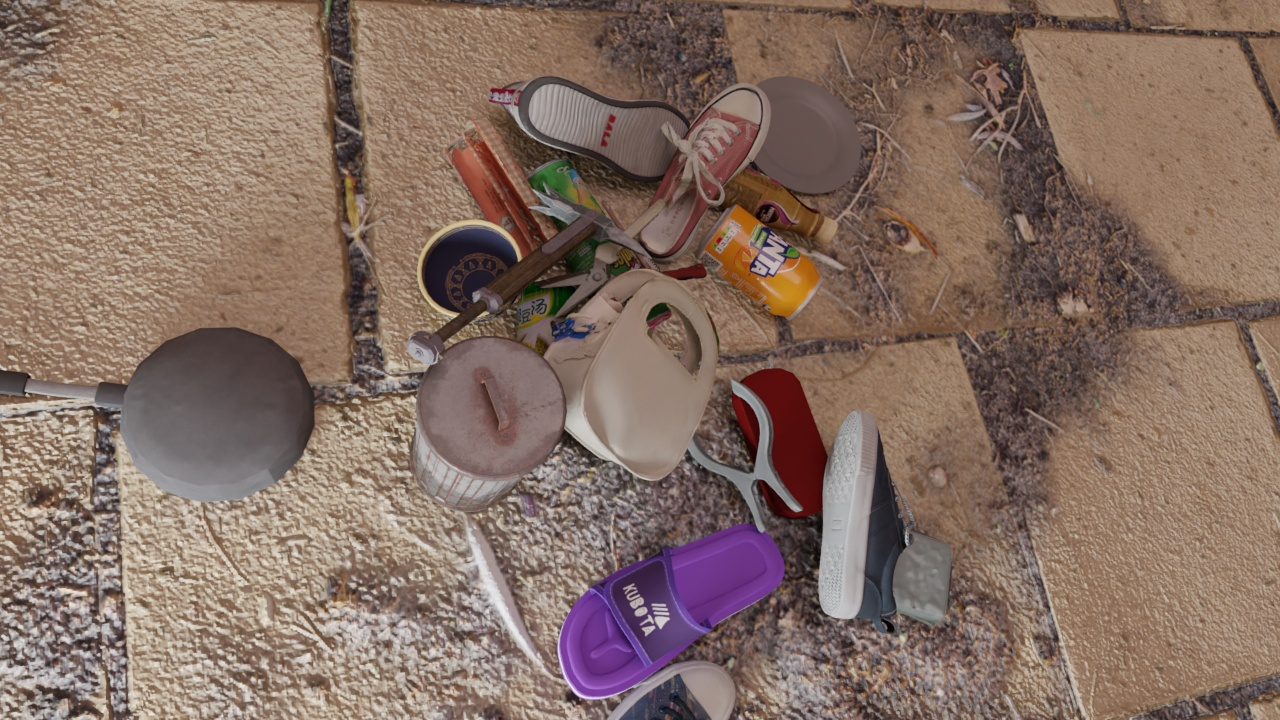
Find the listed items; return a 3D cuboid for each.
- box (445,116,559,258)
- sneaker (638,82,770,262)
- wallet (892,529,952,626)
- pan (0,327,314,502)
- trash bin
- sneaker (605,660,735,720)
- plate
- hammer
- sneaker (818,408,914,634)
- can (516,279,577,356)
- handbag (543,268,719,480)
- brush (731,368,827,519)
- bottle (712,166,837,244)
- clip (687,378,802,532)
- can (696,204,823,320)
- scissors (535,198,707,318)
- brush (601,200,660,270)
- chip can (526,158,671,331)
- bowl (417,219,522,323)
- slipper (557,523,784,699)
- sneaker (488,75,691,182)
[{"bbox_3d":[-0.157,-0.187,1.046,0.043,0.083,0.187,-24,77,-43],"label":"box"},{"bbox_3d":[0.068,-0.229,1.073,0.118,0.088,0.241,30,88,18],"label":"sneaker"},{"bbox_3d":[0.284,0.237,1.043,0.131,0.054,0.100,22,59,-6],"label":"wallet"},{"bbox_3d":[-0.497,0.033,0.874,0.357,0.041,0.178,9,69,-14],"label":"pan"},{"bbox_3d":[-0.152,0.067,0.876,0.130,0.212,0.130,6,70,-16],"label":"trash bin"},{"bbox_3d":[0.003,0.375,0.891,0.235,0.079,0.087,-33,84,-24],"label":"sneaker"},{"bbox_3d":[0.212,-0.300,1.227,0.178,0.012,0.178,5,70,-16],"label":"plate"},{"bbox_3d":[-0.112,-0.077,0.874,0.147,0.028,0.315,28,39,11],"label":"hammer"},{"bbox_3d":[0.249,0.170,0.988,0.087,0.089,0.235,11,74,-10],"label":"sneaker"},{"bbox_3d":[-0.102,-0.024,1.003,0.067,0.067,0.120,5,70,-16],"label":"can"},{"bbox_3d":[-0.006,0.006,0.967,0.199,0.093,0.200,-56,132,-17],"label":"handbag"},{"bbox_3d":[0.162,0.097,1.057,0.082,0.042,0.173,-13,76,-21],"label":"brush"},{"bbox_3d":[0.168,-0.193,1.150,0.166,0.060,0.059,23,66,-9],"label":"bottle"},{"bbox_3d":[0.135,0.089,1.008,0.141,0.029,0.171,-42,72,12],"label":"clip"},{"bbox_3d":[0.143,-0.118,1.105,0.142,0.079,0.079,37,65,-2],"label":"can"},{"bbox_3d":[-0.014,-0.108,1.007,0.193,0.015,0.179,15,67,-12],"label":"scissors"},{"bbox_3d":[-0.002,-0.130,1.063,0.015,0.050,0.135,-33,101,3],"label":"brush"},{"bbox_3d":[-0.053,-0.125,1.051,0.075,0.076,0.223,-29,82,-24],"label":"chip can"},{"bbox_3d":[-0.180,-0.089,1.000,0.112,0.061,0.112,-1,73,2],"label":"bowl"},{"bbox_3d":[0.039,0.240,0.937,0.266,0.084,0.107,-22,69,-24],"label":"slipper"},{"bbox_3d":[-0.054,-0.281,1.099,0.262,0.129,0.097,6,107,-38],"label":"sneaker"}]
